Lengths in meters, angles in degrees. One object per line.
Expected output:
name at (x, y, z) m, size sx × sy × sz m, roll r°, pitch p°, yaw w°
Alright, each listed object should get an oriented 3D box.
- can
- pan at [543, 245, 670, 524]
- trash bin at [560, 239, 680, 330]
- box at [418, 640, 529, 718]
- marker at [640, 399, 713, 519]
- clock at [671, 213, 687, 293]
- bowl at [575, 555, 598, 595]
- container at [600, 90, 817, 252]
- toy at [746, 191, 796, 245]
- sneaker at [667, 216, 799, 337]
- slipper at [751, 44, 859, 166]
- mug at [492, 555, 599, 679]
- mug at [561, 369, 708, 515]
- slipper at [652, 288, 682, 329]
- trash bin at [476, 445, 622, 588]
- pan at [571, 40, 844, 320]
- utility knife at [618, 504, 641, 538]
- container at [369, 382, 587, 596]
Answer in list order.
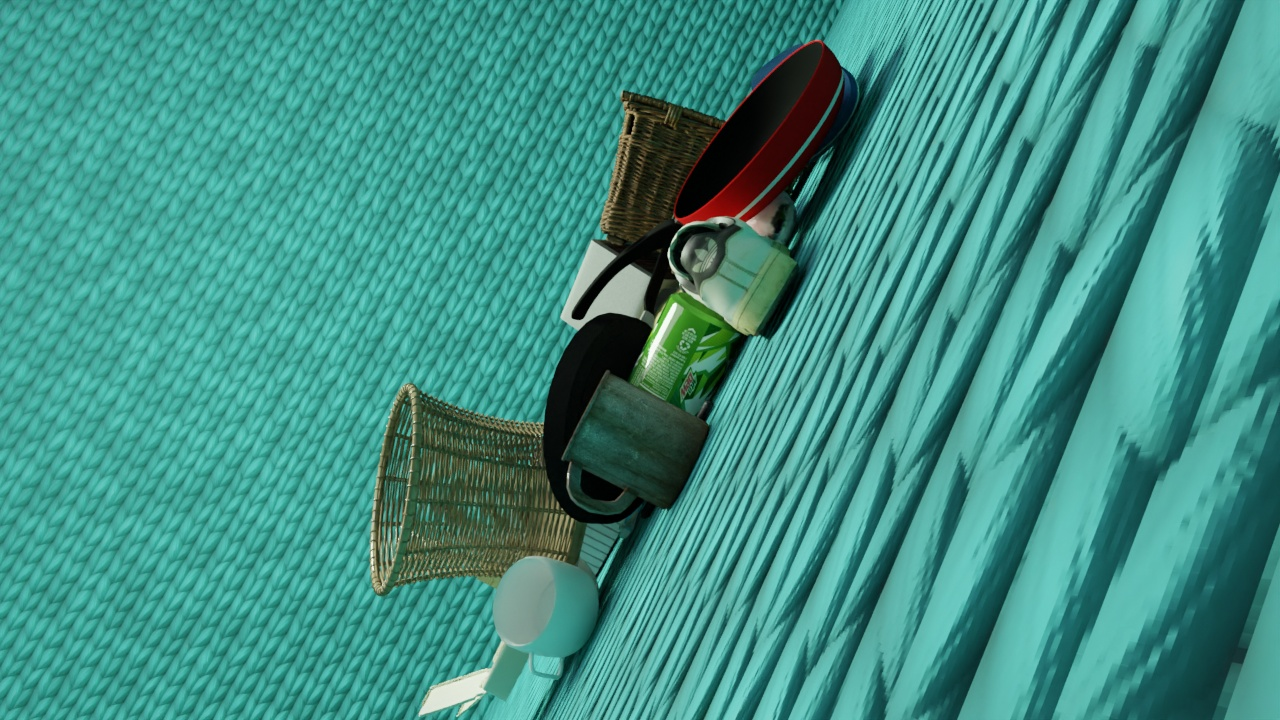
can at (0.037, 0.012, 0.911) m, size 0.144 × 0.083 × 0.083 m, roll -63°, pitch 0°, yaw 15°
pan at (-0.006, 0.005, 0.999) m, size 0.225 × 0.034 × 0.355 m, roll 50°, pitch -127°, yaw -51°
trash bin at (0.017, -0.088, 1.271) m, size 0.228 × 0.114 × 0.115 m, roll -8°, pitch -52°, yaw -56°
box at (-0.163, 0.336, 1.044) m, size 0.186 × 0.066 × 0.145 m, roll -43°, pitch 5°, yaw 6°
marker at (0.034, 0.099, 0.893) m, size 0.152 × 0.011 × 0.011 m, roll -63°, pitch 0°, yaw 28°
clock at (0.091, -0.130, 1.031) m, size 0.073 × 0.121 × 0.157 m, roll 132°, pitch 159°, yaw -72°
bowl at (-0.074, 0.275, 1.013) m, size 0.110 × 0.040 × 0.110 m, roll -63°, pitch 1°, yaw 2°
container at (0.072, -0.217, 1.177) m, size 0.162 × 0.250 × 0.183 m, roll -63°, pitch -8°, yaw -78°
toy at (0.129, -0.135, 0.957) m, size 0.093 × 0.050 × 0.103 m, roll -81°, pitch 12°, yaw -58°
sneaker at (0.073, -0.079, 0.802) m, size 0.089 × 0.102 × 0.241 m, roll -63°, pitch 0°, yaw 8°
slipper at (0.187, -0.282, 1.028) m, size 0.118 × 0.060 × 0.294 m, roll -37°, pitch 28°, yaw 20°
mug at (-0.093, 0.256, 0.914) m, size 0.094 × 0.068 × 0.115 m, roll -21°, pitch 56°, yaw 32°
mug at (-0.010, 0.084, 0.809) m, size 0.096 × 0.110 × 0.122 m, roll 105°, pitch -170°, yaw -66°
slipper at (0.053, -0.041, 1.174) m, size 0.111 × 0.079 × 0.262 m, roll -45°, pitch -9°, yaw -21°
trash bin at (-0.095, 0.202, 1.253) m, size 0.247 × 0.142 × 0.142 m, roll -63°, pitch 0°, yaw 27°
pan at (0.063, -0.157, 0.898) m, size 0.357 × 0.067 × 0.208 m, roll -49°, pitch 16°, yaw 17°
utility knife at (-0.006, 0.173, 1.071) m, size 0.022 × 0.015 × 0.117 m, roll -56°, pitch 1°, yaw 21°
container at (-0.180, 0.151, 1.022) m, size 0.227 × 0.196 × 0.227 m, roll -171°, pitch 90°, yaw -67°
